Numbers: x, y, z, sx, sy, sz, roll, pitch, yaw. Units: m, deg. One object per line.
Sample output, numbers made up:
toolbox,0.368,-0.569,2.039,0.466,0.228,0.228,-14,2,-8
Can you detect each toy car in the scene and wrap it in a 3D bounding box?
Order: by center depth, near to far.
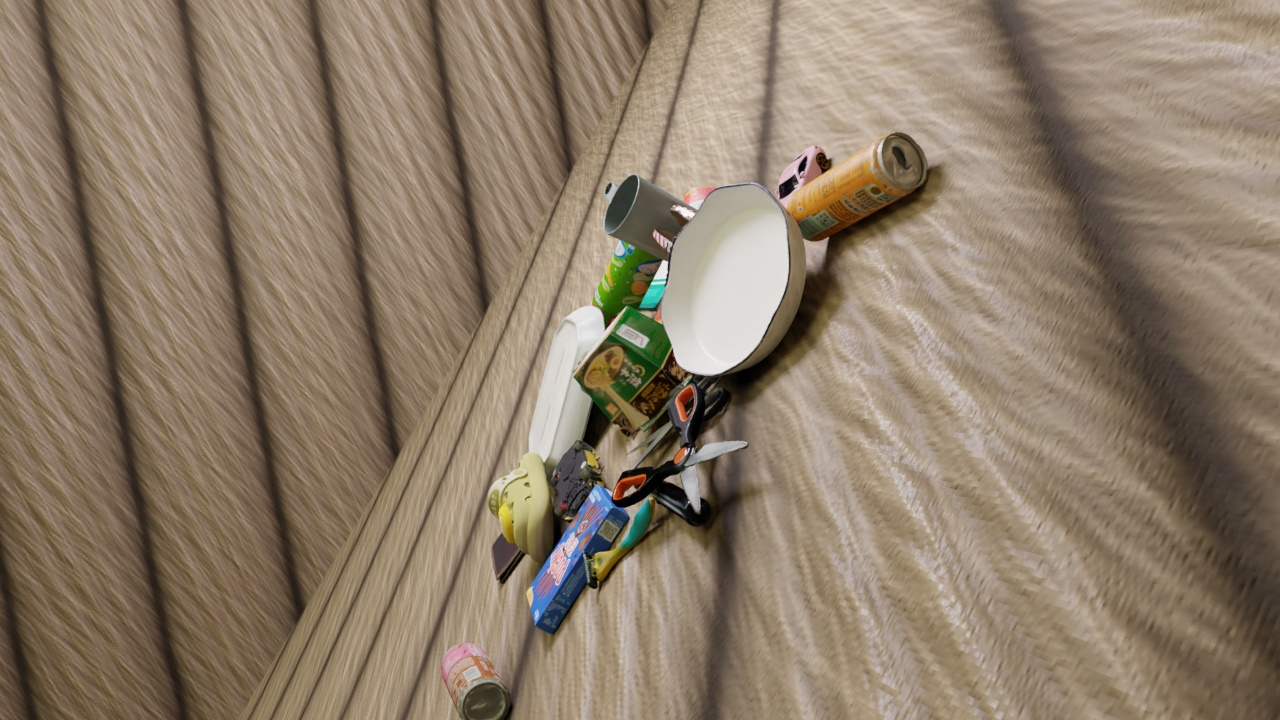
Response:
toy car,0.180,-0.198,1.059,0.056,0.037,0.122,-32,31,59
toy car,-0.076,0.150,1.146,0.071,0.041,0.155,-55,19,9

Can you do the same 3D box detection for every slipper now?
slipper,-0.154,0.188,1.181,0.190,0.081,0.092,-110,14,-65

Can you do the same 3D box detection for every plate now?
plate,0.096,-0.081,0.950,0.205,0.045,0.204,-25,60,53
plate,-0.110,0.049,1.294,0.162,0.034,0.266,29,105,66

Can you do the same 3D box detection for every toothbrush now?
toothbrush,0.024,0.134,0.919,0.213,0.026,0.027,-178,98,-75

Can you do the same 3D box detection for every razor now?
razor,-0.017,0.182,0.939,0.133,0.028,0.043,-53,30,32

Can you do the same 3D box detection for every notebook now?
notebook,0.027,-0.144,1.444,0.150,0.012,0.209,-60,17,-6

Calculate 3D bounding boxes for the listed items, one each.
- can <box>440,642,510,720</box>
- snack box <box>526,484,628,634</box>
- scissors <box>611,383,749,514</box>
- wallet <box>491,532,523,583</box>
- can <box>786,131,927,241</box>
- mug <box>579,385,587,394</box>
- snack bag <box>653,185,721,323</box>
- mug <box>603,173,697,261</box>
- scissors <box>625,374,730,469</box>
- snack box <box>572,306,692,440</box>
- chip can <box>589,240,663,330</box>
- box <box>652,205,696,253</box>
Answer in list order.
can,-0.190,0.368,1.046,0.058,0.058,0.147,-61,16,-11
snack box,-0.073,0.221,1.034,0.157,0.026,0.084,-57,17,1
scissors,0.036,0.097,0.883,0.224,0.021,0.220,-44,19,31
wallet,-0.167,0.240,1.286,0.122,0.020,0.096,-53,22,11
can,0.204,-0.164,0.883,0.146,0.058,0.058,-25,36,61
mug,-0.023,0.009,1.187,0.106,0.082,0.112,-58,4,-1
snack bag,0.073,-0.137,1.215,0.129,0.073,0.207,-35,32,47
mug,0.012,-0.189,1.197,0.084,0.103,0.124,-59,25,17
scissors,0.043,0.063,1.000,0.171,0.014,0.160,-60,19,-16
snack box,-0.006,0.006,1.060,0.118,0.105,0.118,-48,8,29
chip can,-0.032,-0.092,1.320,0.072,0.072,0.237,-82,17,-55
box,0.074,-0.120,1.087,0.079,0.074,0.163,-48,46,-2
